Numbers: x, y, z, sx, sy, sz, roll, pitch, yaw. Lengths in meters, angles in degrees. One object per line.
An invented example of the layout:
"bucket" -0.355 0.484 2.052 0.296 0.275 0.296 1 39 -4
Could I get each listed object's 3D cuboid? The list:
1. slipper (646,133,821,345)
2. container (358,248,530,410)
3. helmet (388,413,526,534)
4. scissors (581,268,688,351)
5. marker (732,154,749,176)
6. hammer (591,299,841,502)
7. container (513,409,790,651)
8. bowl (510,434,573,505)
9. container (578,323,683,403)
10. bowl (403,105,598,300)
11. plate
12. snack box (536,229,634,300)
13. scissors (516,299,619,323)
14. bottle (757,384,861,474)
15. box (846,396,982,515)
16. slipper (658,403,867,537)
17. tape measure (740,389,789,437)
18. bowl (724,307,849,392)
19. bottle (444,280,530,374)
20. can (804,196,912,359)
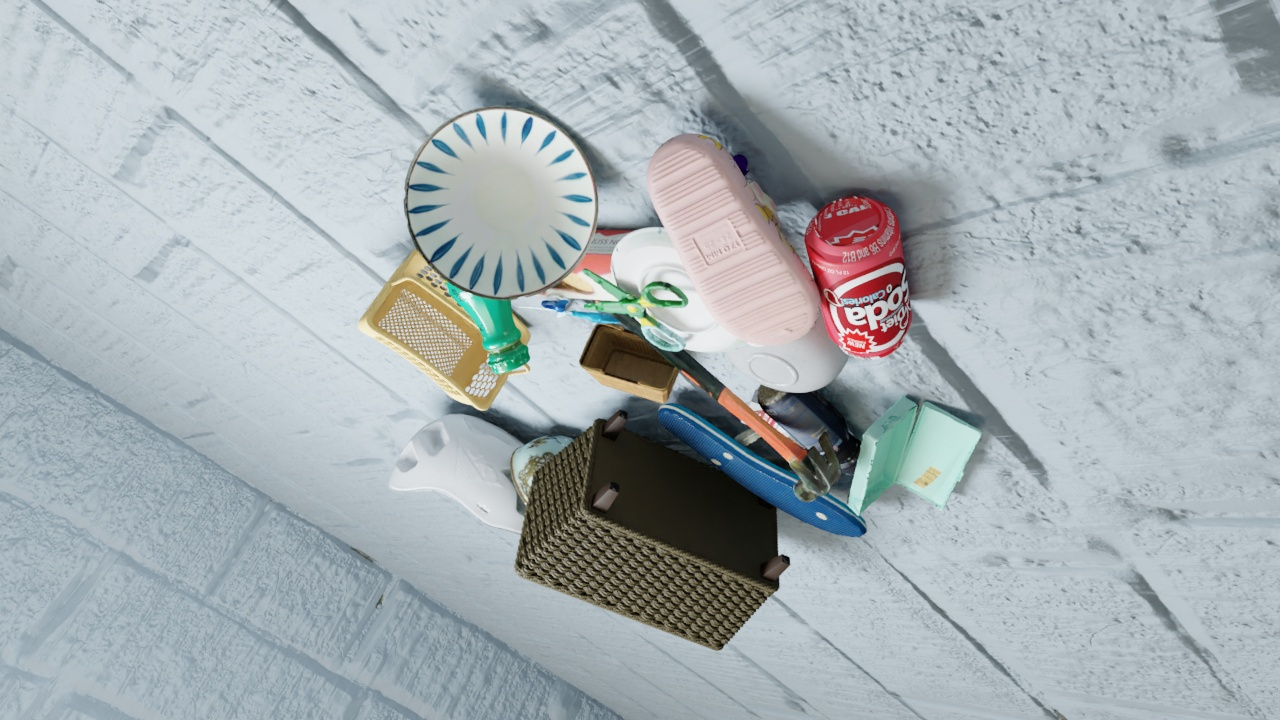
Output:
"slipper" 0.080 -0.104 0.771 0.093 0.081 0.197 -27 106 33
"container" -0.230 -0.040 1.112 0.183 0.129 0.167 40 156 -24
"helmet" -0.246 0.203 1.459 0.282 0.184 0.224 39 180 10
"scissors" -0.003 -0.047 0.893 0.128 0.012 0.121 2 135 36
"marker" 0.059 -0.143 0.814 0.018 0.015 0.134 49 150 0
"hammer" 0.076 0.027 0.988 0.333 0.033 0.133 39 163 9
"container" 0.030 0.220 1.220 0.321 0.176 0.206 25 131 -17
"bowl" -0.108 0.171 1.378 0.094 0.159 0.160 -38 119 18
"container" -0.006 0.006 1.079 0.114 0.063 0.061 16 158 19
"bowl" -0.129 -0.151 0.869 0.177 0.177 0.070 34 -168 -14
"plate" 0.039 -0.060 0.867 0.157 0.014 0.157 21 144 16
"snack box" -0.043 -0.097 0.947 0.273 0.044 0.077 7 145 32
"scissors" -0.089 -0.058 1.047 0.127 0.014 0.129 10 175 22
"bottle" 0.196 0.072 1.020 0.160 0.056 0.056 40 149 -29
"box" 0.293 0.121 1.005 0.110 0.078 0.188 25 153 18
"slipper" 0.156 0.126 1.150 0.295 0.060 0.118 32 156 2
"tape measure" 0.153 0.063 1.081 0.062 0.020 0.060 23 152 5
"bowl" 0.140 -0.014 0.913 0.132 0.064 0.132 20 152 11
"bottle" -0.168 -0.089 0.947 0.068 0.067 0.210 -4 111 44
"can" 0.186 -0.068 0.774 0.074 0.074 0.142 9 148 29
